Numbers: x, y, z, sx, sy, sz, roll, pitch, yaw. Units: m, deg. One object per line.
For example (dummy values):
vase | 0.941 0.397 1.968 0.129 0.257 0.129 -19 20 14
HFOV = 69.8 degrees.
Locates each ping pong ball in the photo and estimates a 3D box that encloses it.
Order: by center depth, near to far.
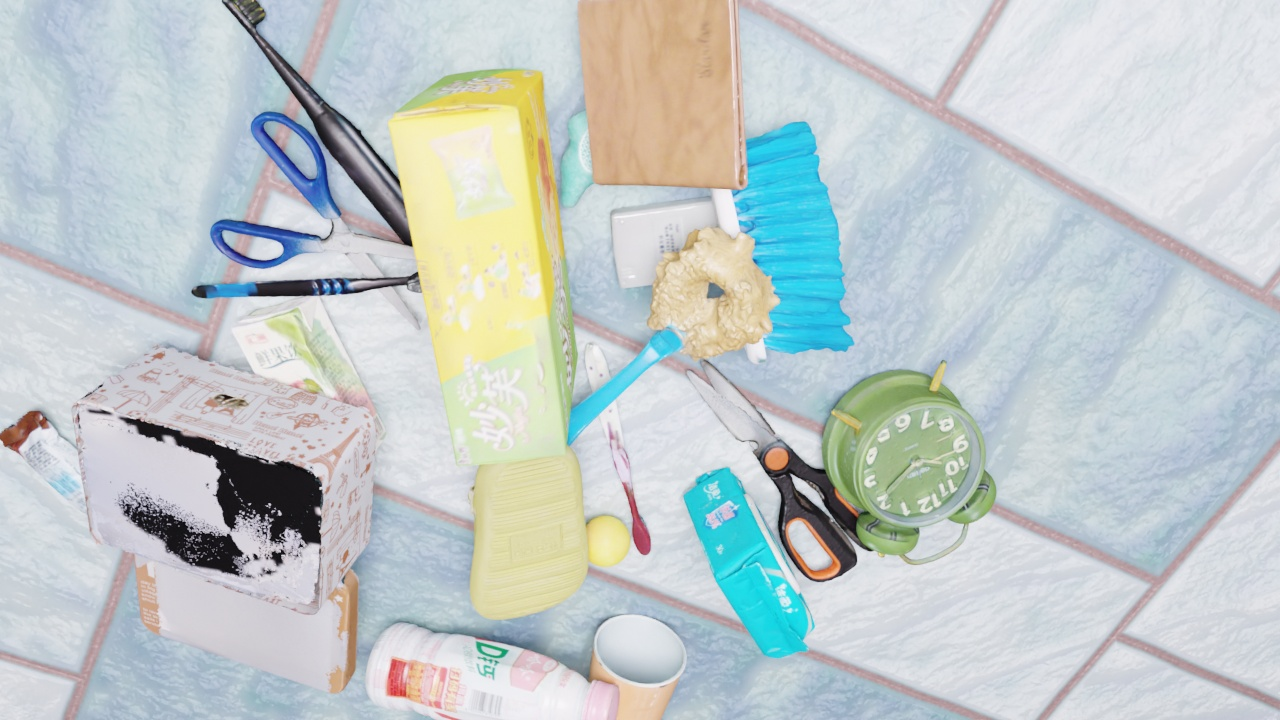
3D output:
ping pong ball | -0.028 0.144 0.728 0.040 0.040 0.040 -2 114 -4

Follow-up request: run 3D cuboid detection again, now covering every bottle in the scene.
bottle | -0.116 0.258 0.728 0.197 0.068 0.068 7 114 13

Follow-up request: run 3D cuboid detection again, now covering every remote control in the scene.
remote control | 0.048 -0.086 0.643 0.135 0.019 0.056 -8 114 -1

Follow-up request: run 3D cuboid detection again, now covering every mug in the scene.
mug | -0.013 0.287 0.778 0.078 0.078 0.123 9 118 -9

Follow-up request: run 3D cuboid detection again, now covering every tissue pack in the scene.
tissue pack | 0.081 0.150 0.689 0.050 0.133 0.093 -29 116 4

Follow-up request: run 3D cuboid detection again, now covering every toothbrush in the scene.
toothbrush | -0.192 -0.143 0.597 0.027 0.026 0.212 -43 112 -18
toothbrush | -0.217 -0.049 0.620 0.189 0.016 0.014 -2 116 7
toothbrush | -0.016 0.071 0.712 0.016 0.017 0.188 -12 112 4

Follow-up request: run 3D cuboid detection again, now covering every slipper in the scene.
slipper | -0.087 0.116 0.692 0.091 0.081 0.191 -5 131 -15

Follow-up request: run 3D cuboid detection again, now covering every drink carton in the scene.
drink carton | -0.232 0.017 0.653 0.054 0.045 0.122 -13 113 15

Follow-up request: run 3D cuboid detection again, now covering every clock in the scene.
clock | 0.208 0.085 0.702 0.116 0.056 0.161 -24 110 -2

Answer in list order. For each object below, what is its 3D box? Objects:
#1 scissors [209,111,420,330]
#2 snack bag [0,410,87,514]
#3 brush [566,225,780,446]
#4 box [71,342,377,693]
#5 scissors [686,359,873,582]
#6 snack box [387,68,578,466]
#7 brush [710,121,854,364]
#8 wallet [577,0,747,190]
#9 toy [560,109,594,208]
scissors | -0.210 -0.088 0.611 0.162 0.012 0.175 -9 120 12
snack bag | -0.421 0.083 0.678 0.045 0.026 0.105 -32 112 19
brush | -0.004 0.004 0.631 0.083 0.045 0.255 45 125 -4
box | -0.289 0.134 0.660 0.177 0.082 0.260 17 122 5
scissors | 0.124 0.074 0.726 0.148 0.021 0.235 -20 109 -4
snack box | -0.086 -0.063 0.568 0.070 0.157 0.210 -5 114 1
brush | 0.058 -0.137 0.585 0.109 0.060 0.315 -13 111 5
wallet | 0.013 -0.159 0.546 0.101 0.020 0.115 7 118 26
toy | -0.005 -0.145 0.610 0.092 0.030 0.096 5 107 -14
